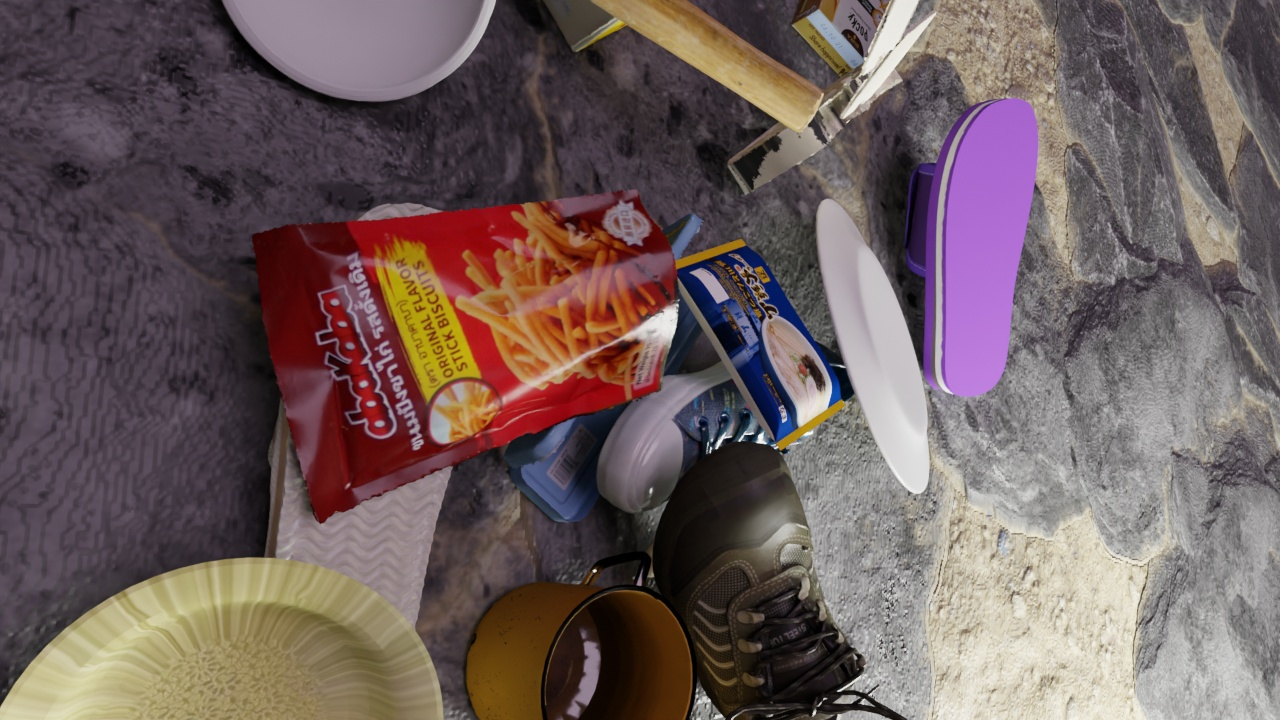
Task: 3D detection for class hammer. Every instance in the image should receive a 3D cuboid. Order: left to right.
[{"bbox_3d":[-0.021,-0.243,0.580,0.330,0.033,0.132,27,88,-19],"label":"hammer"}]

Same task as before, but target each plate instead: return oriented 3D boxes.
[{"bbox_3d":[-0.186,0.173,0.416,0.184,0.036,0.184,-4,100,-25],"label":"plate"},{"bbox_3d":[0.194,-0.015,0.728,0.242,0.016,0.242,43,37,-46],"label":"plate"}]

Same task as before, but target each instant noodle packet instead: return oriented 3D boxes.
[{"bbox_3d":[0.077,-0.014,0.593,0.086,0.026,0.134,-24,81,-47],"label":"instant noodle packet"}]

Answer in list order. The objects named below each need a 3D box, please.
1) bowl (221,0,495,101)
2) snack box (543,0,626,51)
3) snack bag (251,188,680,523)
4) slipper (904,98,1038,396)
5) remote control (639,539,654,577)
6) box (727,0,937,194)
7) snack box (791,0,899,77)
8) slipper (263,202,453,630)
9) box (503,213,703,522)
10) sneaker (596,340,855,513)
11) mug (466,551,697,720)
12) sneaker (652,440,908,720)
[{"bbox_3d":[-0.155,-0.222,0.506,0.149,0.043,0.150,-5,113,-13],"label":"bowl"},{"bbox_3d":[0.011,-0.327,0.676,0.229,0.062,0.110,-43,108,-35],"label":"snack box"},{"bbox_3d":[-0.082,-0.015,0.476,0.207,0.067,0.139,-15,104,-27],"label":"snack bag"},{"bbox_3d":[0.290,-0.105,0.856,0.107,0.084,0.267,-6,105,-28],"label":"slipper"},{"bbox_3d":[0.038,0.099,0.589,0.038,0.126,0.018,-5,50,-38],"label":"remote control"},{"bbox_3d":[0.156,-0.210,0.698,0.058,0.188,0.144,48,51,-2],"label":"box"},{"bbox_3d":[0.208,-0.352,0.860,0.101,0.032,0.185,35,61,-29],"label":"snack box"},{"bbox_3d":[-0.143,0.048,0.488,0.115,0.052,0.262,15,83,-40],"label":"slipper"},{"bbox_3d":[-0.004,0.004,0.595,0.073,0.086,0.208,40,59,-13],"label":"box"},{"bbox_3d":[0.069,0.045,0.623,0.234,0.079,0.088,-27,131,-44],"label":"sneaker"},{"bbox_3d":[-0.032,0.166,0.523,0.100,0.094,0.123,36,62,-27],"label":"mug"},{"bbox_3d":[0.079,0.171,0.535,0.101,0.143,0.238,-22,125,-13],"label":"sneaker"}]
